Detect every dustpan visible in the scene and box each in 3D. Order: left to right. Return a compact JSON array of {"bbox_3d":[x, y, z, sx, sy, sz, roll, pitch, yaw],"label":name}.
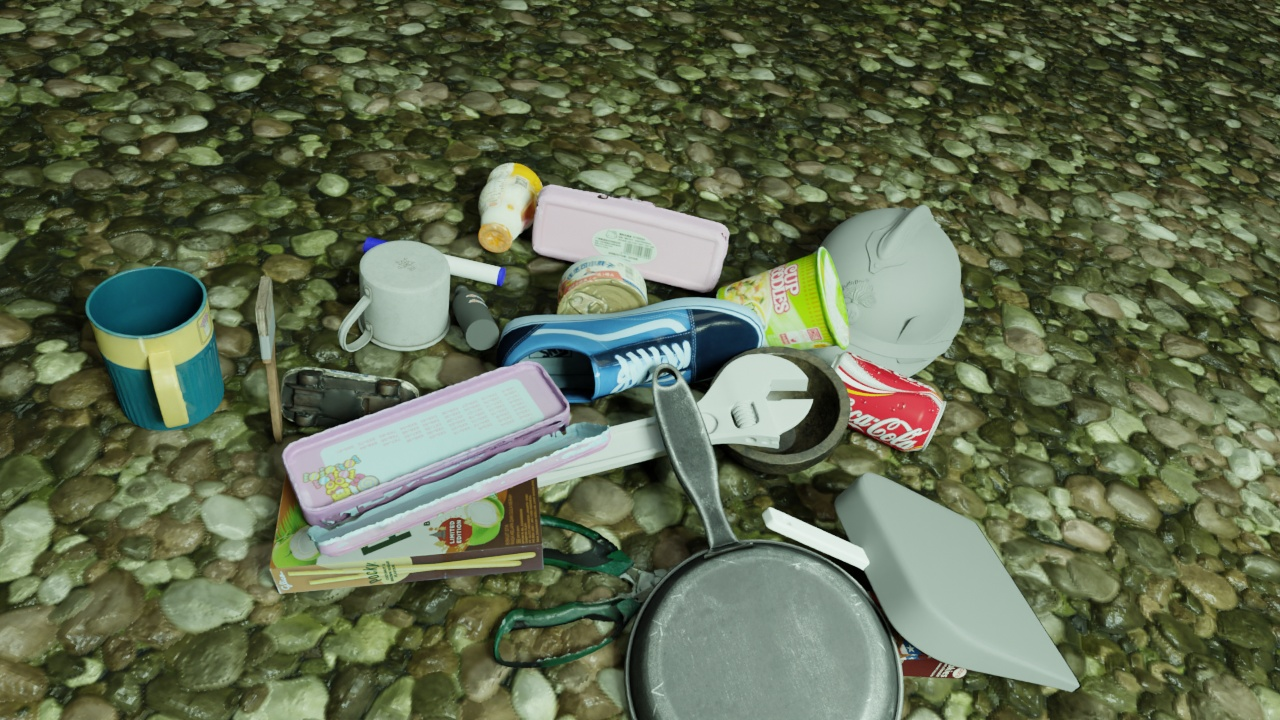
[{"bbox_3d":[0.193,0.147,0.667,0.257,0.033,0.163,27,26,-29],"label":"dustpan"}]

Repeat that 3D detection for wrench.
[{"bbox_3d":[0.010,0.054,0.763,0.273,0.018,0.086,-13,54,-5],"label":"wrench"}]

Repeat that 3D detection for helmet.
[{"bbox_3d":[0.256,-0.097,0.952,0.183,0.118,0.270,31,48,20],"label":"helmet"}]

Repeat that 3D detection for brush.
[{"bbox_3d":[-0.282,0.008,0.701,0.008,0.143,0.045,-1,36,-16],"label":"brush"}]

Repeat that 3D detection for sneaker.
[{"bbox_3d":[-0.005,0.005,0.805,0.241,0.083,0.098,-4,32,-5],"label":"sneaker"}]

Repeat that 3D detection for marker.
[{"bbox_3d":[-0.207,-0.100,0.925,0.141,0.020,0.020,13,43,1],"label":"marker"}]

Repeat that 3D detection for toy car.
[{"bbox_3d":[-0.239,0.033,0.759,0.113,0.048,0.040,9,12,-5],"label":"toy car"}]

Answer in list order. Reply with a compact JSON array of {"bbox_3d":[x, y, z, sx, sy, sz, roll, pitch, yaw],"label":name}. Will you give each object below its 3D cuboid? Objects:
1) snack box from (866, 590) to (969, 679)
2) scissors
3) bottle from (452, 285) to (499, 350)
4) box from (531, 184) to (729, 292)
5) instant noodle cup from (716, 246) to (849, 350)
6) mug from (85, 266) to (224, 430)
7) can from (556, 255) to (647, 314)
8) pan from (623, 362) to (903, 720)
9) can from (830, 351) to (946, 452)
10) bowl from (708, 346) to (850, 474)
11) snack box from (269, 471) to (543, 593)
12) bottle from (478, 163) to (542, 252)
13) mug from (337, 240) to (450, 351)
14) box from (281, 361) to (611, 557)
[{"bbox_3d":[0.171,0.201,0.678,0.141,0.032,0.050,5,43,-7],"label":"snack box"},{"bbox_3d":[-0.018,0.181,0.670,0.210,0.015,0.146,11,39,2],"label":"scissors"},{"bbox_3d":[-0.158,-0.046,0.857,0.030,0.030,0.113,-6,26,-19],"label":"bottle"},{"bbox_3d":[-0.008,-0.138,0.972,0.202,0.087,0.102,13,30,2],"label":"box"},{"bbox_3d":[0.133,-0.047,0.873,0.108,0.099,0.098,-12,37,22],"label":"instant noodle cup"},{"bbox_3d":[-0.373,0.003,0.715,0.083,0.107,0.113,-12,47,-26],"label":"mug"},{"bbox_3d":[-0.036,-0.054,0.865,0.086,0.086,0.043,4,42,-8],"label":"can"},{"bbox_3d":[0.062,0.140,0.664,0.187,0.055,0.356,-14,59,-5],"label":"pan"},{"bbox_3d":[0.218,0.039,0.838,0.105,0.064,0.064,25,44,14],"label":"can"},{"bbox_3d":[0.119,0.052,0.804,0.121,0.056,0.121,-2,53,3],"label":"bowl"},{"bbox_3d":[-0.169,0.113,0.683,0.186,0.032,0.101,-4,44,-7],"label":"snack box"},{"bbox_3d":[-0.142,-0.161,0.975,0.063,0.063,0.108,11,45,-1],"label":"bottle"},{"bbox_3d":[-0.226,-0.054,0.836,0.084,0.071,0.112,35,46,23],"label":"mug"},{"bbox_3d":[-0.141,0.071,0.667,0.213,0.049,0.150,-21,29,-23],"label":"box"}]
